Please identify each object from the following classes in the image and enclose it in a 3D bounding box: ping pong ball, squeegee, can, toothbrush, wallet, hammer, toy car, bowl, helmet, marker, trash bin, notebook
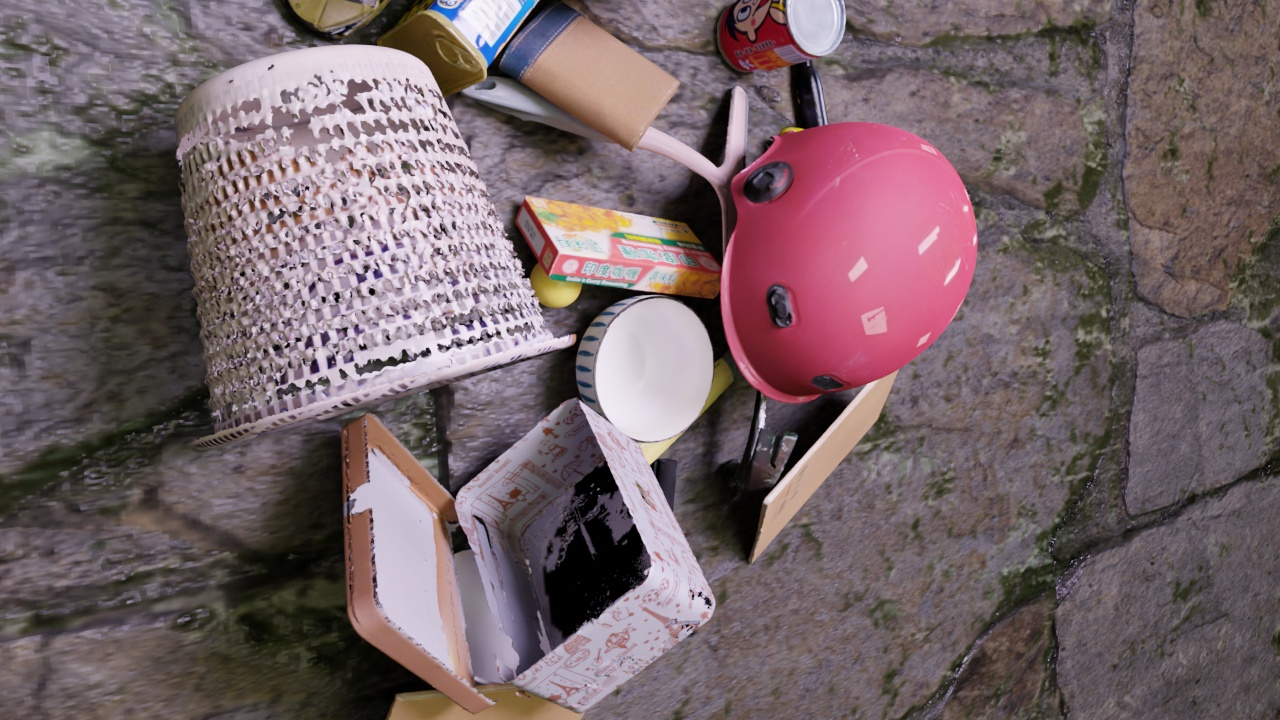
[{"bbox_3d":[-0.065,-0.061,0.706,0.040,0.040,0.040,-4,97,-34],"label":"ping pong ball"},{"bbox_3d":[-0.015,-0.169,0.701,0.249,0.040,0.247,17,59,-21],"label":"squeegee"},{"bbox_3d":[0.116,-0.281,0.772,0.066,0.094,0.066,-4,97,-33],"label":"can"},{"bbox_3d":[0.156,-0.249,0.845,0.027,0.026,0.213,-17,104,-19],"label":"toothbrush"},{"bbox_3d":[-0.035,-0.211,0.676,0.115,0.033,0.090,31,51,-3],"label":"wallet"},{"bbox_3d":[0.117,-0.046,0.801,0.032,0.126,0.323,9,83,-7],"label":"hammer"},{"bbox_3d":[-0.174,-0.281,0.611,0.070,0.042,0.158,45,73,-28],"label":"toy car"},{"bbox_3d":[-0.114,0.206,0.680,0.118,0.118,0.065,6,129,-34],"label":"bowl"},{"bbox_3d":[0.174,-0.080,0.709,0.207,0.144,0.239,53,49,-27],"label":"helmet"},{"bbox_3d":[0.016,0.151,0.798,0.022,0.020,0.132,4,92,-18],"label":"marker"},{"bbox_3d":[-0.004,0.004,0.739,0.116,0.066,0.116,-5,99,-33],"label":"bowl"},{"bbox_3d":[-0.119,-0.231,0.616,0.057,0.102,0.083,42,69,-30],"label":"can"},{"bbox_3d":[-0.172,-0.068,0.546,0.227,0.228,0.192,-17,92,-32],"label":"trash bin"},{"bbox_3d":[0.172,0.089,0.848,0.207,0.008,0.148,-44,157,-22],"label":"notebook"},{"bbox_3d":[-0.132,0.299,0.654,0.149,0.012,0.212,7,123,-33],"label":"notebook"}]

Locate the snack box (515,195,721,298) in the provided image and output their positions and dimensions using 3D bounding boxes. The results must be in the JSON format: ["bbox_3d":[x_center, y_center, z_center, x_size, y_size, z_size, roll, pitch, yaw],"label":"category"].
[{"bbox_3d":[-0.014,-0.087,0.718,0.155,0.077,0.027,4,128,-35],"label":"snack box"}]

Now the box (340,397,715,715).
[{"bbox_3d":[-0.088,0.106,0.599,0.157,0.183,0.193,-39,131,9],"label":"box"}]

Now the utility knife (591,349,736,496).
[{"bbox_3d":[0.020,0.061,0.790,0.206,0.021,0.031,-44,114,-30],"label":"utility knife"}]
